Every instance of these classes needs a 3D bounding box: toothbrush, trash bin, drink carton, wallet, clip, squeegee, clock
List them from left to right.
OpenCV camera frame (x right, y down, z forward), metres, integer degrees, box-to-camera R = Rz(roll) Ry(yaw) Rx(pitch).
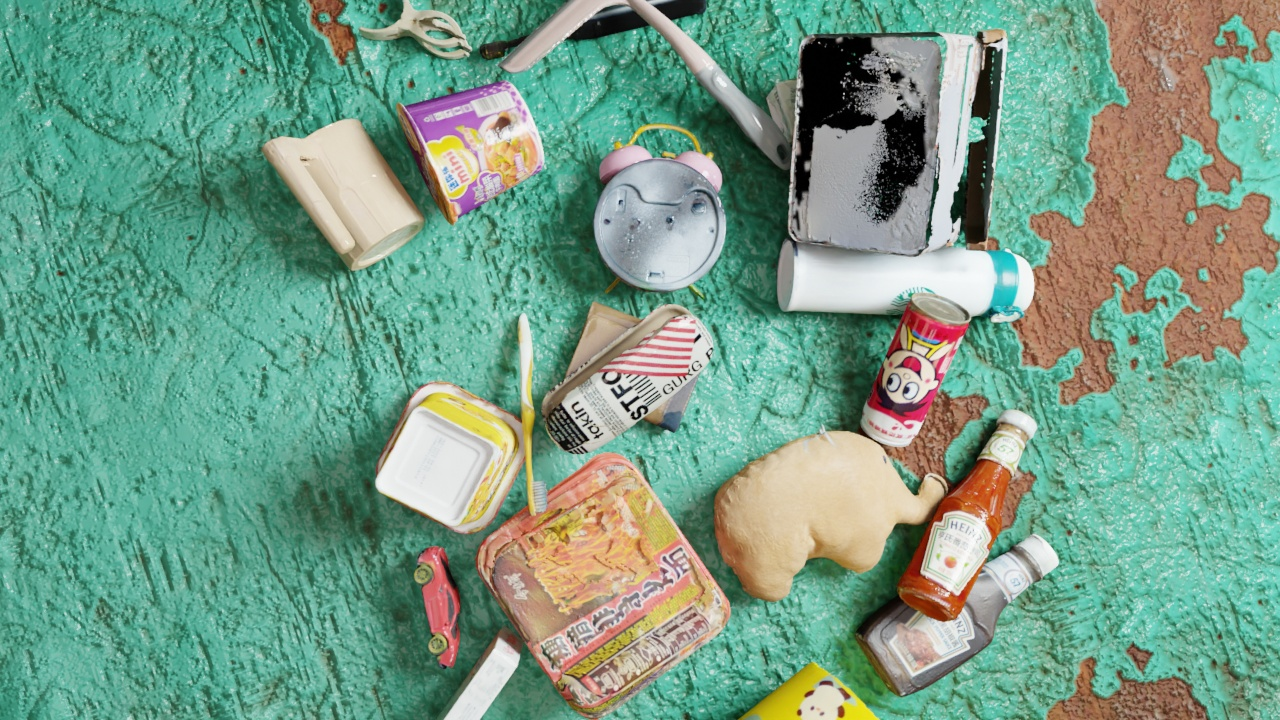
[{"bbox_3d":[-0.201,-0.301,0.831,0.097,0.034,0.061,24,88,2],"label":"clip"},{"bbox_3d":[-0.095,0.043,0.803,0.018,0.016,0.191,-8,65,4],"label":"toothbrush"},{"bbox_3d":[-0.044,-0.308,0.845,0.212,0.026,0.027,-16,52,-4],"label":"toothbrush"},{"bbox_3d":[-0.005,0.005,0.838,0.115,0.033,0.090,21,88,0],"label":"wallet"},{"bbox_3d":[0.017,-0.137,0.829,0.117,0.060,0.158,4,90,-3],"label":"clock"},{"bbox_3d":[0.050,-0.263,0.814,0.249,0.040,0.247,44,82,-4],"label":"squeegee"},{"bbox_3d":[0.112,0.404,0.748,0.255,0.230,0.229,-40,91,-10],"label":"trash bin"},{"bbox_3d":[0.185,-0.241,0.849,0.122,0.045,0.053,-15,89,-5],"label":"drink carton"}]

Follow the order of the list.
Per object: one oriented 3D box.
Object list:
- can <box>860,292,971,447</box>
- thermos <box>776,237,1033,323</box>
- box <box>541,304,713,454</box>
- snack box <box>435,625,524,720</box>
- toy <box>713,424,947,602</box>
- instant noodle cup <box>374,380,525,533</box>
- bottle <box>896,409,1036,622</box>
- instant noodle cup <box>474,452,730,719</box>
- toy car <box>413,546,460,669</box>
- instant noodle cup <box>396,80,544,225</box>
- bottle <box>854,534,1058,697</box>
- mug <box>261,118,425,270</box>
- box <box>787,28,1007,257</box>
[{"bbox_3d":[0.241,0.010,0.814,0.053,0.053,0.133,13,119,-4],"label":"can"},{"bbox_3d":[0.242,-0.071,0.837,0.224,0.073,0.073,2,88,-4],"label":"thermos"},{"bbox_3d":[-0.013,0.015,0.805,0.163,0.081,0.075,-40,121,0],"label":"box"},{"bbox_3d":[-0.158,0.308,0.791,0.027,0.085,0.156,37,86,-1],"label":"snack box"},{"bbox_3d":[0.175,0.128,0.826,0.226,0.082,0.143,-17,110,-6],"label":"toy"},{"bbox_3d":[-0.164,0.085,0.777,0.116,0.124,0.116,27,86,-2],"label":"instant noodle cup"},{"bbox_3d":[0.301,0.135,0.828,0.060,0.060,0.205,35,72,-2],"label":"bottle"},{"bbox_3d":[-0.035,0.192,0.806,0.164,0.079,0.189,-34,91,-4],"label":"instant noodle cup"},{"bbox_3d":[-0.175,0.218,0.810,0.031,0.049,0.106,-10,88,-3],"label":"toy car"},{"bbox_3d":[-0.144,-0.187,0.800,0.099,0.112,0.111,-26,90,-14],"label":"instant noodle cup"},{"bbox_3d":[0.296,0.228,0.846,0.195,0.044,0.080,-32,84,-5],"label":"bottle"},{"bbox_3d":[-0.252,-0.139,0.779,0.084,0.124,0.103,-34,93,14],"label":"mug"},{"bbox_3d":[0.247,-0.196,0.799,0.156,0.191,0.183,15,112,35],"label":"box"}]
